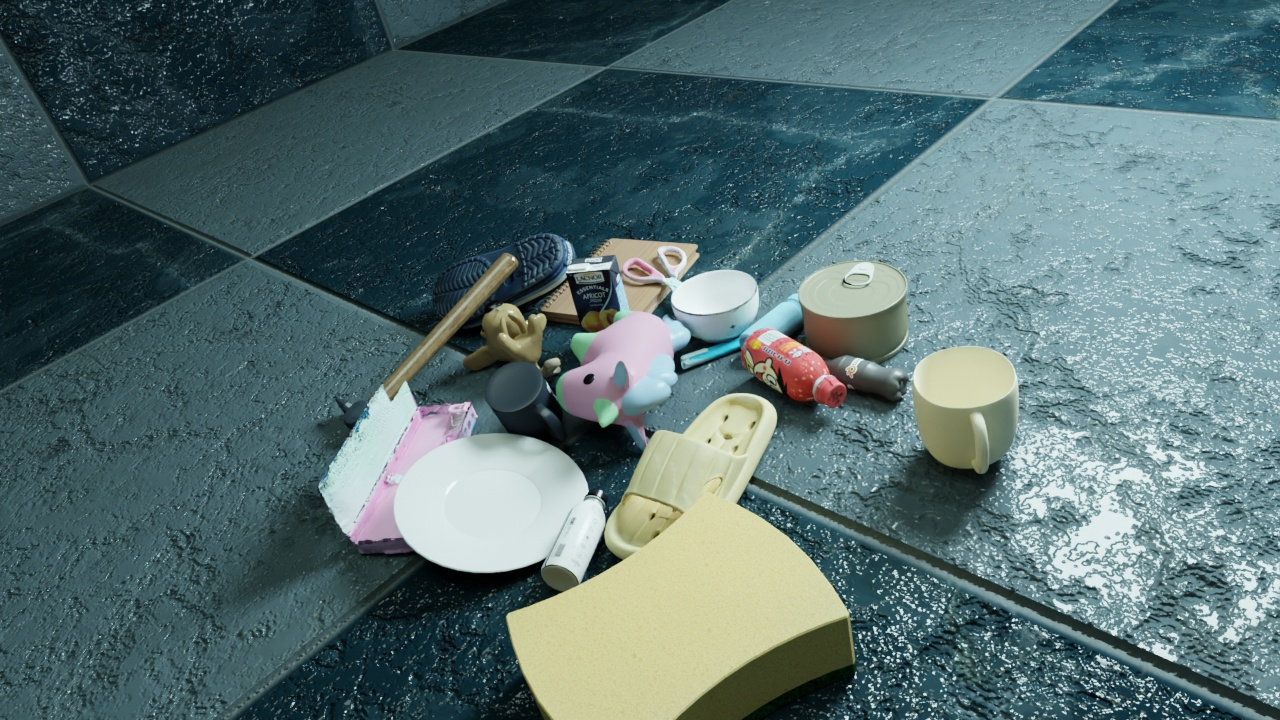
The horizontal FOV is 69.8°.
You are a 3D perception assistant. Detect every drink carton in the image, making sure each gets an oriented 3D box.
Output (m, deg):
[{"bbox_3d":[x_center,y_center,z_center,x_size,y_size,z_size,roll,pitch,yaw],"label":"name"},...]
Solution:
[{"bbox_3d":[-0.050,-0.074,1.206,0.064,0.130,0.040,-4,35,15],"label":"drink carton"}]

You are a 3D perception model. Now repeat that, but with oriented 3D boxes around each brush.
[{"bbox_3d":[0.032,0.238,0.773,0.249,0.075,0.195,-29,36,-19],"label":"brush"},{"bbox_3d":[-0.117,0.016,1.132,0.039,0.012,0.151,-17,-7,-13],"label":"brush"}]

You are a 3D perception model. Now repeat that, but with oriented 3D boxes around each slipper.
[{"bbox_3d":[0.060,0.103,0.959,0.111,0.079,0.260,15,44,32],"label":"slipper"},{"bbox_3d":[-0.195,-0.107,1.350,0.253,0.095,0.105,-18,68,28],"label":"slipper"}]

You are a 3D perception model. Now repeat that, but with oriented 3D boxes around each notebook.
[{"bbox_3d":[-0.032,-0.118,1.360,0.169,0.022,0.209,8,40,30],"label":"notebook"}]

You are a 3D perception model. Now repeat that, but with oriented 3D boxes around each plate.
[{"bbox_3d":[-0.161,0.153,0.996,0.208,0.015,0.208,2,37,-2],"label":"plate"}]

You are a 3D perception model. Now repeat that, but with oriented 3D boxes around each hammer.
[{"bbox_3d":[-0.277,-0.027,1.238,0.129,0.040,0.321,21,65,44],"label":"hammer"}]

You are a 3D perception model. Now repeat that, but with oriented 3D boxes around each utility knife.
[{"bbox_3d":[0.108,-0.015,1.165,0.124,0.015,0.022,-17,35,-8],"label":"utility knife"}]

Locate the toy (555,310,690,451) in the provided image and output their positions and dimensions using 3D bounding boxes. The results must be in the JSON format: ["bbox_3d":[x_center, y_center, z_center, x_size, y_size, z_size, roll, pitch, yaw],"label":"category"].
[{"bbox_3d":[-0.007,0.006,1.102,0.221,0.120,0.171,-33,33,-32],"label":"toy"}]

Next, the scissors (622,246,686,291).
[{"bbox_3d":[0.054,-0.122,1.306,0.105,0.016,0.179,-28,37,-21],"label":"scissors"}]

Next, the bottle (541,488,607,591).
[{"bbox_3d":[-0.062,0.177,0.929,0.041,0.041,0.115,0,37,21],"label":"bottle"}]

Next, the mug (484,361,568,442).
[{"bbox_3d":[-0.126,0.059,1.081,0.105,0.077,0.071,34,70,33],"label":"mug"}]

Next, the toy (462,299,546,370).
[{"bbox_3d":[-0.170,-0.029,1.227,0.134,0.106,0.108,-32,27,-18],"label":"toy"}]

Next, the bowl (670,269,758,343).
[{"bbox_3d":[0.100,-0.064,1.193,0.113,0.063,0.113,-11,32,7],"label":"bowl"}]

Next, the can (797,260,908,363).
[{"bbox_3d":[0.259,-0.058,1.113,0.128,0.073,0.127,-10,34,7],"label":"can"}]

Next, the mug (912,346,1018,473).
[{"bbox_3d":[0.320,0.061,0.896,0.096,0.100,0.120,-10,36,11],"label":"mug"}]

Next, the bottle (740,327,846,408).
[{"bbox_3d":[0.179,0.013,1.053,0.061,0.062,0.137,-28,36,-19],"label":"bottle"}]

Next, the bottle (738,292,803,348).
[{"bbox_3d":[0.180,-0.049,1.162,0.129,0.040,0.040,-36,39,-28],"label":"bottle"}]

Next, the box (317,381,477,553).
[{"bbox_3d":[-0.271,0.104,1.057,0.086,0.106,0.229,-5,35,15],"label":"box"}]

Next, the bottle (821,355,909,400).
[{"bbox_3d":[0.249,0.016,1.044,0.110,0.036,0.036,18,46,39],"label":"bottle"}]
